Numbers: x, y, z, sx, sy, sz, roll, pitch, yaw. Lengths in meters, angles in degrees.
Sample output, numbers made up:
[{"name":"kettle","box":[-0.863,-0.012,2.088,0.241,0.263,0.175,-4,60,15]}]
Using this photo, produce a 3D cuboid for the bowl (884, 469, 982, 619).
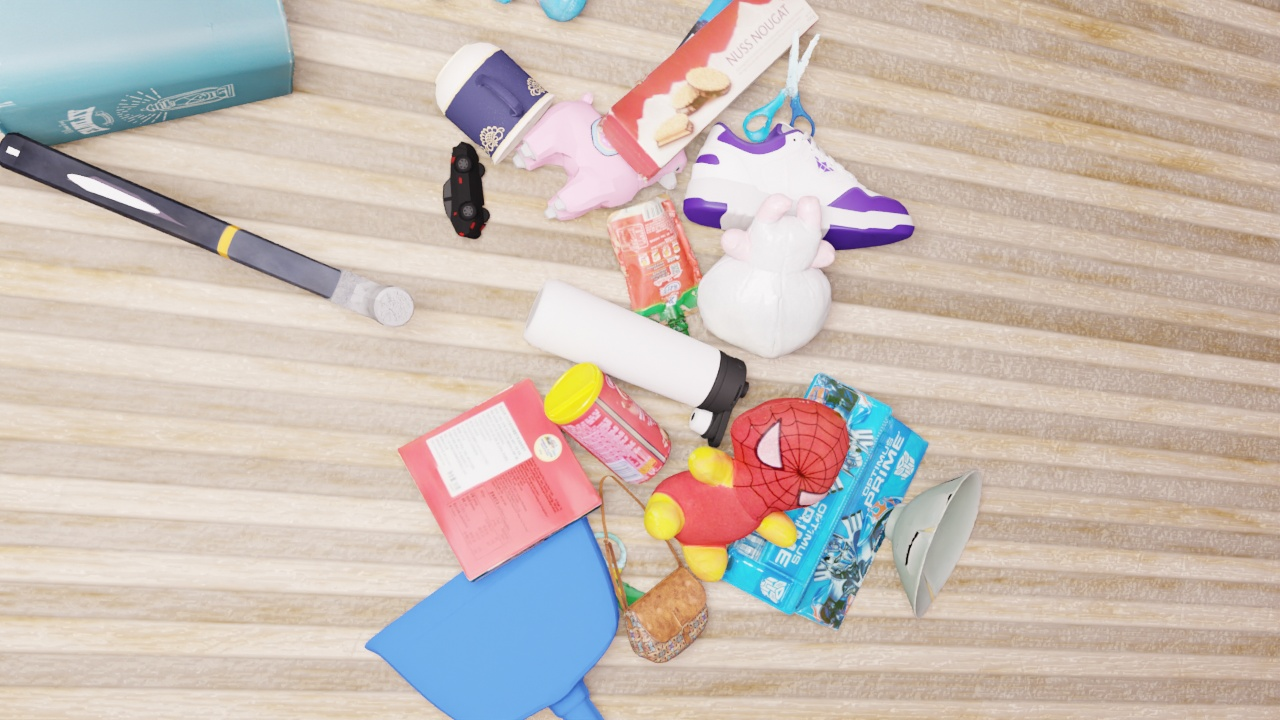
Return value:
[{"name":"bowl","box":[0.305,0.189,0.998,0.173,0.068,0.174,-34,136,-42]}]

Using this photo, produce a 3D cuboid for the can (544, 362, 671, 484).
[{"name":"can","box":[-0.030,0.063,0.889,0.066,0.067,0.124,-51,123,-8]}]

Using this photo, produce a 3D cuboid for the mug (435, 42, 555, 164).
[{"name":"mug","box":[-0.140,-0.246,0.848,0.089,0.112,0.085,42,86,-10]}]

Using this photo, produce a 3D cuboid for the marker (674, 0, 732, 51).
[{"name":"marker","box":[0.055,-0.332,0.947,0.018,0.015,0.123,37,85,-8]}]

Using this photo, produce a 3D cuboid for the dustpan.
[{"name":"dustpan","box":[-0.089,0.305,0.889,0.245,0.059,0.257,-35,82,-10]}]

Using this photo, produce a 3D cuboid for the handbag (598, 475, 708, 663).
[{"name":"handbag","box":[0.008,0.202,0.916,0.093,0.043,0.196,-29,102,-39]}]

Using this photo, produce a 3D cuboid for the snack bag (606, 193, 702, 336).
[{"name":"snack bag","box":[0.022,-0.087,0.936,0.087,0.044,0.155,-24,102,-16]}]

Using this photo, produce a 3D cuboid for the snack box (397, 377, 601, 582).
[{"name":"snack box","box":[-0.133,0.112,0.874,0.144,0.040,0.142,-29,78,-13]}]

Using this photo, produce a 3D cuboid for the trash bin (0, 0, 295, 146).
[{"name":"trash bin","box":[-0.410,-0.289,0.740,0.218,0.197,0.199,-14,96,-21]}]

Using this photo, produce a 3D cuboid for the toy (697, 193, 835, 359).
[{"name":"toy","box":[0.130,-0.082,0.905,0.138,0.101,0.180,4,125,-9]}]

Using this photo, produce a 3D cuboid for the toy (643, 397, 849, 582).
[{"name":"toy","box":[0.109,0.116,0.906,0.216,0.098,0.147,-39,126,7]}]

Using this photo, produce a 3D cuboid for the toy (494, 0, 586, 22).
[{"name":"toy","box":[-0.117,-0.426,0.854,0.191,0.099,0.224,23,100,-20]}]

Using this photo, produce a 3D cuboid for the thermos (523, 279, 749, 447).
[{"name":"thermos","box":[-0.006,0.005,0.916,0.230,0.068,0.101,22,111,-13]}]

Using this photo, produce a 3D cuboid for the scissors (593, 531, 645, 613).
[{"name":"scissors","box":[-0.019,0.229,0.946,0.131,0.012,0.108,20,86,-14]}]

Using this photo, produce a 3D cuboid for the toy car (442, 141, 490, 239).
[{"name":"toy car","box":[-0.170,-0.162,0.879,0.036,0.042,0.091,-5,93,10]}]

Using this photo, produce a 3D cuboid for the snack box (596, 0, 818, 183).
[{"name":"snack box","box":[0.072,-0.287,0.903,0.076,0.044,0.272,47,66,-8]}]

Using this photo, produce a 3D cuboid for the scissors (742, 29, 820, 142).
[{"name":"scissors","box":[0.163,-0.277,0.940,0.083,0.016,0.135,12,130,-15]}]

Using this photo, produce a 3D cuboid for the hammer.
[{"name":"hammer","box":[-0.348,-0.102,0.752,0.312,0.139,0.035,24,85,-33]}]

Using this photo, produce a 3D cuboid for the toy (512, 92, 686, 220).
[{"name":"toy","box":[-0.036,-0.202,0.901,0.157,0.067,0.123,-32,98,-16]}]

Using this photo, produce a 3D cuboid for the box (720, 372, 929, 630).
[{"name":"box","box":[0.208,0.158,0.980,0.175,0.060,0.243,29,85,-15]}]

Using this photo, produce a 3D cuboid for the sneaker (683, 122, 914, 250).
[{"name":"sneaker","box":[0.166,-0.184,0.948,0.244,0.092,0.111,8,84,-12]}]
